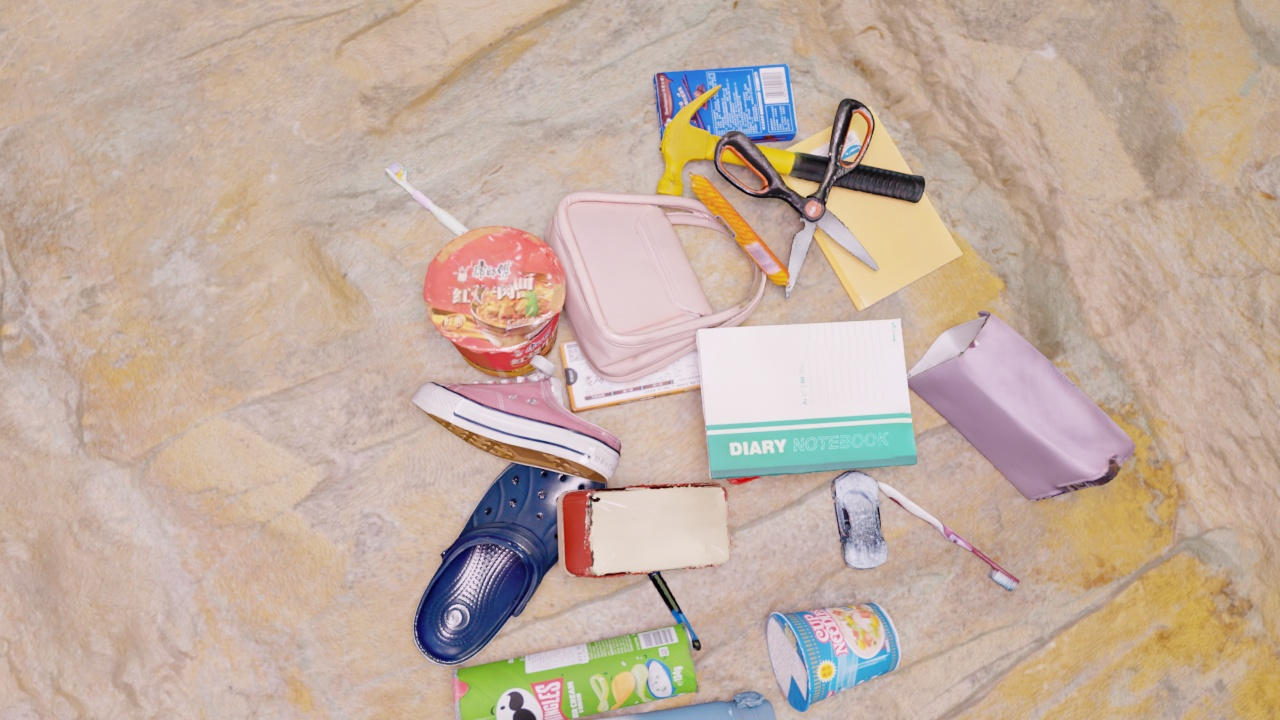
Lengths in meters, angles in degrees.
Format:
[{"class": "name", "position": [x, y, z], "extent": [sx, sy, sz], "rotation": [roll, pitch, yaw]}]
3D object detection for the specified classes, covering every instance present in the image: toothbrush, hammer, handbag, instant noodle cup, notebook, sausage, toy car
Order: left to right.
[{"class": "toothbrush", "position": [-0.202, -0.149, 1.000], "extent": [0.189, 0.029, 0.020], "rotation": [41, 120, 1]}, {"class": "instant noodle cup", "position": [-0.143, -0.052, 0.934], "extent": [0.138, 0.109, 0.137], "rotation": [0, 68, -1]}, {"class": "toothbrush", "position": [0.012, 0.220, 0.956], "extent": [0.014, 0.016, 0.189], "rotation": [-31, 85, -5]}, {"class": "handbag", "position": [0.028, -0.093, 0.975], "extent": [0.233, 0.094, 0.193], "rotation": [-14, 67, -20]}, {"class": "sausage", "position": [0.107, -0.141, 0.986], "extent": [0.021, 0.021, 0.165], "rotation": [-41, 89, -11]}, {"class": "hammer", "position": [0.171, -0.220, 1.024], "extent": [0.300, 0.033, 0.129], "rotation": [10, 93, -6]}, {"class": "notebook", "position": [0.165, 0.037, 0.910], "extent": [0.209, 0.012, 0.150], "rotation": [-3, 80, -5]}, {"class": "instant noodle cup", "position": [0.197, 0.291, 0.927], "extent": [0.109, 0.099, 0.099], "rotation": [-10, 81, -15]}, {"class": "toy car", "position": [0.235, 0.169, 0.979], "extent": [0.049, 0.031, 0.105], "rotation": [-6, 80, -7]}, {"class": "notebook", "position": [0.258, -0.176, 1.054], "extent": [0.145, 0.010, 0.206], "rotation": [-29, 84, -9]}, {"class": "toothbrush", "position": [0.330, 0.189, 0.993], "extent": [0.187, 0.016, 0.017], "rotation": [36, 88, 1]}, {"class": "handbag", "position": [0.394, 0.046, 0.959], "extent": [0.197, 0.145, 0.098], "rotation": [43, 81, 2]}]

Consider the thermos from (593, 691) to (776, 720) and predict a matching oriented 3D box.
[{"class": "thermos", "position": [0.025, 0.375, 0.905], "extent": [0.220, 0.070, 0.070], "rotation": [-7, 80, -7]}]

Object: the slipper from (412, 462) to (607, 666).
[{"class": "slipper", "position": [-0.136, 0.189, 0.909], "extent": [0.105, 0.095, 0.252], "rotation": [39, 81, 0]}]

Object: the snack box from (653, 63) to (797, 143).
[{"class": "snack box", "position": [0.097, -0.290, 1.050], "extent": [0.157, 0.026, 0.084], "rotation": [-6, 82, -6]}]

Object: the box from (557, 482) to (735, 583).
[{"class": "box", "position": [0.010, 0.167, 0.898], "extent": [0.168, 0.078, 0.091], "rotation": [3, 80, -34]}]

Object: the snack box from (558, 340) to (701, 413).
[{"class": "snack box", "position": [-0.006, 0.006, 0.987], "extent": [0.153, 0.026, 0.075], "rotation": [-11, 80, -8]}]

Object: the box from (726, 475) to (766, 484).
[{"class": "box", "position": [0.174, 0.056, 0.959], "extent": [0.201, 0.100, 0.095], "rotation": [-18, 81, -8]}]

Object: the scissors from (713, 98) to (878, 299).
[{"class": "scissors", "position": [0.180, -0.184, 0.999], "extent": [0.221, 0.022, 0.233], "rotation": [23, 91, -6]}]

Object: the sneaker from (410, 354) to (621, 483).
[{"class": "sneaker", "position": [-0.117, 0.049, 0.907], "extent": [0.241, 0.118, 0.087], "rotation": [13, 68, 29]}]

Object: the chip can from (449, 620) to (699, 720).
[{"class": "chip can", "position": [-0.063, 0.315, 0.903], "extent": [0.236, 0.072, 0.072], "rotation": [-10, 81, -8]}]
